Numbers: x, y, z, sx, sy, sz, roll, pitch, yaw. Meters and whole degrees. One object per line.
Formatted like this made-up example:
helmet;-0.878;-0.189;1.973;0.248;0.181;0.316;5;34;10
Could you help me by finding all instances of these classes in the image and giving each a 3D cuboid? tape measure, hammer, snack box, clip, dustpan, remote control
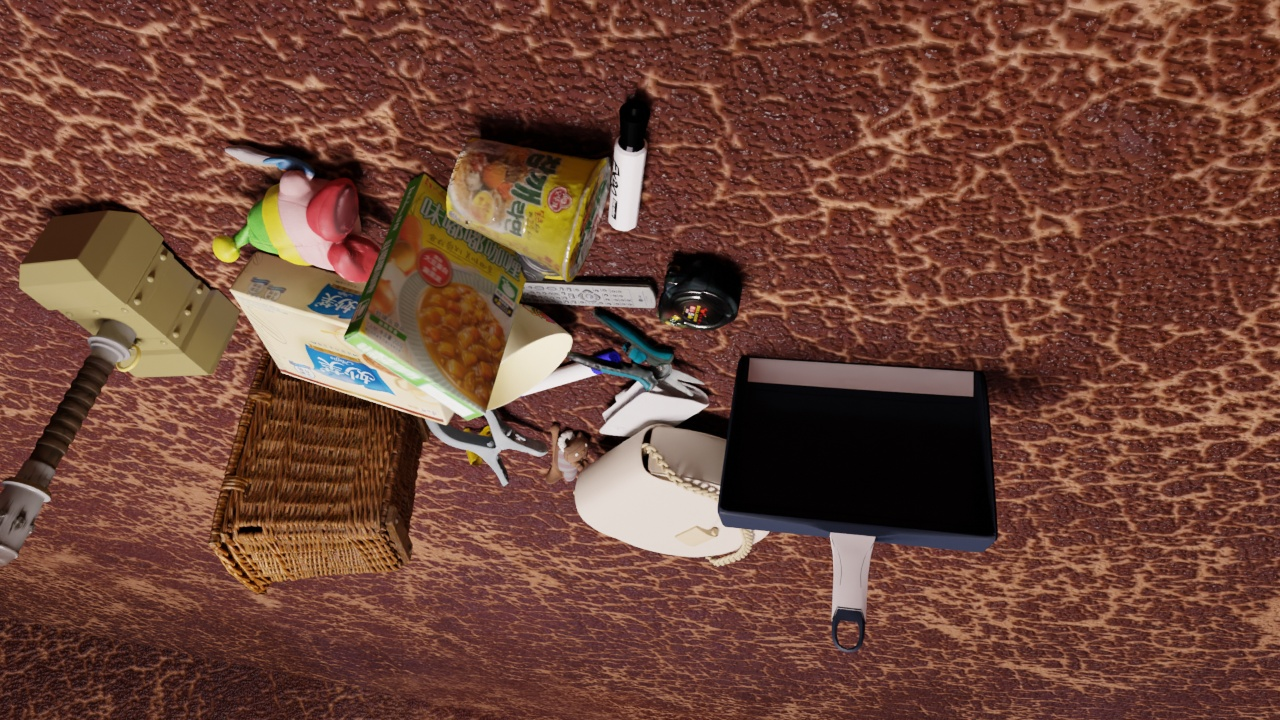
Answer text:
tape measure;0.053;-0.058;0.813;0.072;0.042;0.072;14;146;4
hammer;-0.535;0.036;0.874;0.101;0.324;0.190;-2;145;20
snack box;-0.290;-0.020;0.934;0.207;0.055;0.153;16;148;11
clip;-0.201;0.092;1.085;0.108;0.028;0.163;-40;120;18
dustpan;0.190;0.119;0.816;0.236;0.272;0.080;4;162;12
clip;-0.197;0.098;1.134;0.046;0.053;0.035;-22;140;-4
remote control;-0.052;-0.064;0.860;0.137;0.013;0.033;2;146;14
tape measure;-0.077;-0.101;0.792;0.063;0.038;0.067;8;145;20
snack box;-0.162;-0.053;0.768;0.027;0.167;0.132;-18;137;37

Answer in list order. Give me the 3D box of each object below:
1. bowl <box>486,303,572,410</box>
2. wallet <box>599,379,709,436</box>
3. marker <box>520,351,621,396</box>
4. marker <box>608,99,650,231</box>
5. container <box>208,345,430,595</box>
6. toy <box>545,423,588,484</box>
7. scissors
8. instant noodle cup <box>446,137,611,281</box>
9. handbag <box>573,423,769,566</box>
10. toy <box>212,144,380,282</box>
bowl;-0.135;-0.016;0.895;0.074;0.117;0.118;52;149;15
wallet;0.013;0.052;1.007;0.086;0.032;0.116;16;147;-27
marker;-0.081;0.015;0.985;0.142;0.020;0.020;-16;138;36
marker;-0.009;-0.149;0.707;0.025;0.025;0.126;11;147;1
container;-0.349;0.128;1.048;0.183;0.249;0.162;2;147;-1
toy;-0.090;0.119;1.127;0.055;0.041;0.102;27;143;18
scissors;-0.005;-0.002;0.917;0.122;0.019;0.149;-23;120;-1
instant noodle cup;-0.087;-0.126;0.715;0.108;0.102;0.102;19;147;3
handbag;0.047;0.154;1.075;0.208;0.103;0.211;25;143;-24
toy;-0.302;-0.119;0.790;0.131;0.096;0.124;17;146;27
